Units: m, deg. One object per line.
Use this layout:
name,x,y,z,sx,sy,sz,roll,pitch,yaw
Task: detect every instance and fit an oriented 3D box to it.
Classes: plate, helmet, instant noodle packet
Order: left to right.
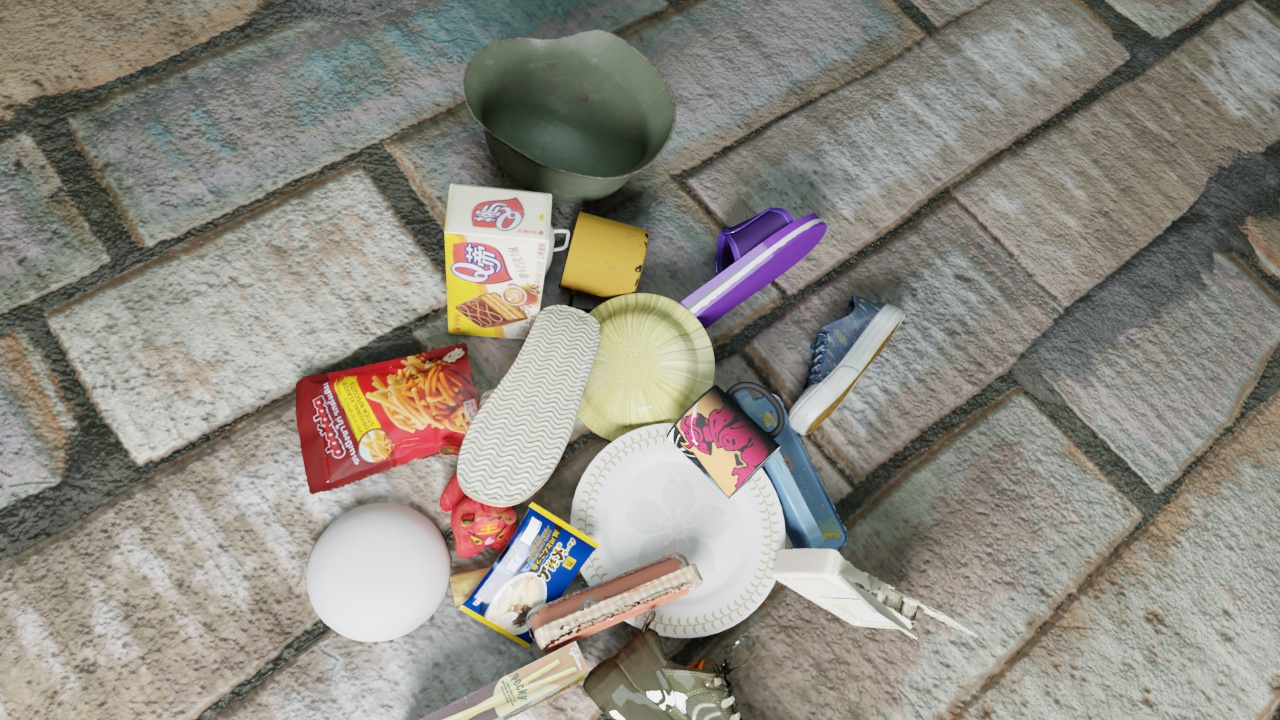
instant noodle packet,-0.116,0.226,0.965,0.087,0.026,0.134,35,89,-14
helmet,-0.103,-0.299,1.187,0.268,0.154,0.226,27,64,-2
plate,-0.007,0.007,1.083,0.184,0.036,0.184,-2,80,10
plate,0.043,0.186,1.024,0.242,0.016,0.242,4,65,-8

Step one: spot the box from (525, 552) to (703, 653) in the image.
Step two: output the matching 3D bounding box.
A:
box,-0.026,0.245,0.946,0.187,0.057,0.071,-19,38,-18

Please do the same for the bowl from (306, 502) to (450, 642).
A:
bowl,-0.278,0.217,0.970,0.149,0.043,0.149,4,64,-9

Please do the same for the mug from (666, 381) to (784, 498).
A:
mug,0.105,0.078,1.023,0.118,0.082,0.098,-44,78,-9

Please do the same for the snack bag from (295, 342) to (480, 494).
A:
snack bag,-0.285,0.062,1.050,0.208,0.067,0.138,-16,74,-7

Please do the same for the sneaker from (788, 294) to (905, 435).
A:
sneaker,0.246,-0.006,1.153,0.079,0.088,0.234,36,59,15

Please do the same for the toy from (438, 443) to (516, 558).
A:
toy,-0.176,0.141,0.997,0.088,0.094,0.133,-20,70,-16

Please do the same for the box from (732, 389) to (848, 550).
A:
box,0.179,0.127,1.082,0.085,0.073,0.209,-16,69,-22

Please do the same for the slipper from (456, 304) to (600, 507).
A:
slipper,-0.122,0.049,1.020,0.115,0.052,0.262,21,57,4

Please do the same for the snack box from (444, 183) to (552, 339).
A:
snack box,-0.164,-0.104,1.040,0.110,0.231,0.061,5,64,-8

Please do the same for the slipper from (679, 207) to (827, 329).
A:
slipper,0.119,-0.130,1.180,0.266,0.107,0.084,-37,76,-19

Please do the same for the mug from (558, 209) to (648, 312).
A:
mug,-0.047,-0.117,1.150,0.094,0.100,0.124,14,104,-6

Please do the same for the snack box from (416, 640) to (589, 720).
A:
snack box,-0.146,0.340,0.903,0.185,0.101,0.031,-22,70,-19

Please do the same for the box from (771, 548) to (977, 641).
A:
box,0.238,0.250,0.956,0.144,0.188,0.057,33,73,-21

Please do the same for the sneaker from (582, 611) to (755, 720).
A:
sneaker,0.073,0.347,0.931,0.238,0.101,0.142,37,75,3

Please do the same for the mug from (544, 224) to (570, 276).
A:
mug,-0.146,-0.145,1.154,0.115,0.068,0.094,-10,67,-15

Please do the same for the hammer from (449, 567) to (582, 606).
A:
hammer,-0.045,0.215,1.022,0.330,0.033,0.132,-11,69,-15
